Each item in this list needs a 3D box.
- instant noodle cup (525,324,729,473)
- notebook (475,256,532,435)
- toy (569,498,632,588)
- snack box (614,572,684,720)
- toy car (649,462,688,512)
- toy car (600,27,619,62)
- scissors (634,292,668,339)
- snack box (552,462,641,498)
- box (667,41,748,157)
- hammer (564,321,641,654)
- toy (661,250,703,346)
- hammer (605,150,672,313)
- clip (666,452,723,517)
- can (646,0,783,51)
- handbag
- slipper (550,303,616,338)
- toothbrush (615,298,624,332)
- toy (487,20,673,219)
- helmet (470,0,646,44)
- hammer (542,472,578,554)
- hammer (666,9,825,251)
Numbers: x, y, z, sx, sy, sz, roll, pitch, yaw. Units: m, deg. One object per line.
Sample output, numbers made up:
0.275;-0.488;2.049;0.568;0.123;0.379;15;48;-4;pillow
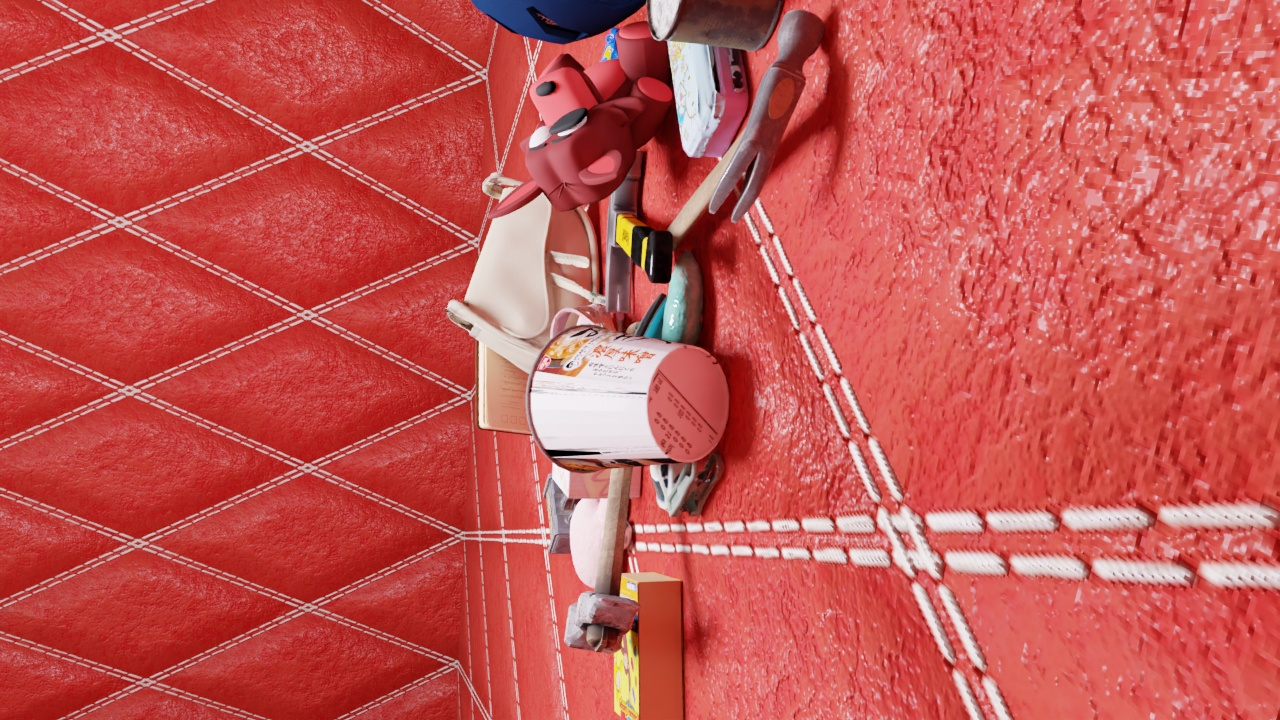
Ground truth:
-0.004;0.032;0.715;0.122;0.123;0.123;0;89;48;instant noodle cup
-0.143;-0.014;1.204;0.024;0.167;0.225;-14;72;41;notebook
-0.041;0.188;1.002;0.105;0.053;0.108;-51;36;43;toy
0.006;0.260;0.830;0.088;0.040;0.125;152;118;-73;snack box
0.026;0.078;0.790;0.048;0.033;0.105;175;97;-76;toy car
-0.016;-0.315;1.009;0.033;0.062;0.092;13;-82;-62;toy car
-0.002;0.004;0.821;0.138;0.019;0.136;-39;31;35;scissors
-0.047;0.089;0.966;0.093;0.079;0.095;-158;70;-74;snack box
0.047;-0.264;0.738;0.076;0.033;0.213;119;149;-60;box
-0.017;0.100;0.826;0.122;0.049;0.318;114;166;-55;hammer
0.035;-0.038;0.772;0.085;0.033;0.105;-90;7;-76;toy
-0.004;-0.107;0.845;0.324;0.034;0.170;-118;31;-75;hammer
0.044;0.099;0.733;0.076;0.044;0.023;109;156;-48;clip
0.052;-0.267;0.642;0.090;0.074;0.090;180;91;-74;can
-0.128;-0.113;1.127;0.132;0.184;0.228;140;145;-63;handbag
-0.067;-0.007;0.963;0.239;0.064;0.094;-127;50;-76;slipper
-0.026;-0.086;1.028;0.022;0.015;0.154;26;-119;-72;toothbrush
-0.050;-0.215;0.841;0.120;0.159;0.196;55;-137;-33;toy
-0.086;-0.402;0.809;0.233;0.271;0.223;13;93;42;helmet
-0.071;0.118;1.125;0.323;0.044;0.098;110;156;-48;hammer
0.048;-0.127;0.687;0.332;0.030;0.119;147;145;-75;hammer
